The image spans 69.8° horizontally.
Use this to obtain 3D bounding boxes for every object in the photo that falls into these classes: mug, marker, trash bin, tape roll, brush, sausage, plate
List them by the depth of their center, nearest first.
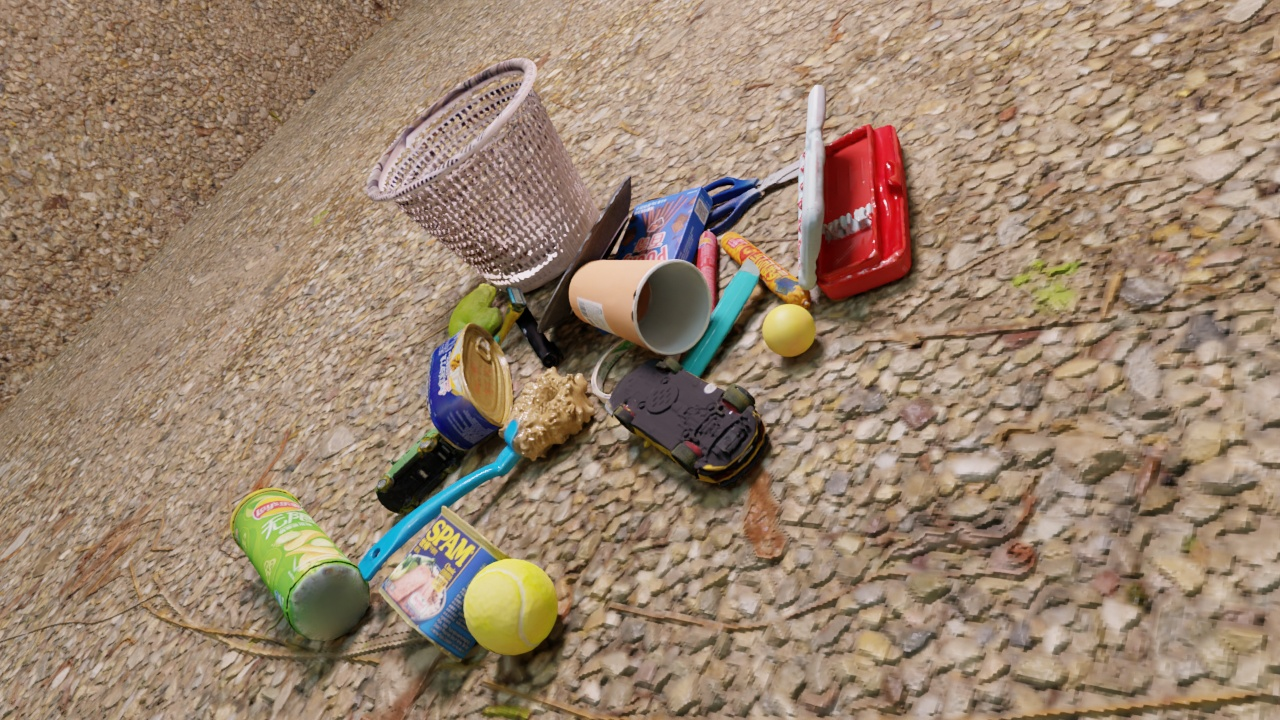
[{"bbox_3d":[-0.007,-0.052,0.787,0.078,0.078,0.123,-50,32,-17],"label":"mug"},{"bbox_3d":[-0.141,0.097,0.794,0.254,0.046,0.083,-40,36,-12],"label":"brush"},{"bbox_3d":[0.107,-0.080,0.794,0.021,0.021,0.165,-39,33,1],"label":"sausage"},{"bbox_3d":[-0.005,0.005,0.810,0.086,0.014,0.085,-26,35,20],"label":"tape roll"},{"bbox_3d":[0.060,-0.073,0.836,0.020,0.020,0.155,-23,36,24],"label":"sausage"},{"bbox_3d":[-0.048,-0.099,0.903,0.179,0.024,0.179,-59,4,6],"label":"plate"},{"bbox_3d":[-0.109,-0.028,0.947,0.022,0.020,0.132,-26,32,-9],"label":"marker"},{"bbox_3d":[-0.157,-0.190,1.028,0.228,0.192,0.227,-26,35,20],"label":"trash bin"}]

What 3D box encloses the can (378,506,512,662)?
[{"bbox_3d":[-0.145,0.171,0.708,0.083,0.057,0.102,-52,34,-15],"label":"can"}]

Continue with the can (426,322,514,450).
[{"bbox_3d":[-0.166,0.024,0.891,0.049,0.074,0.148,-35,32,13],"label":"can"}]

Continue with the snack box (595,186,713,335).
[{"bbox_3d":[0.012,-0.099,0.895,0.085,0.026,0.156,-9,48,39],"label":"snack box"}]

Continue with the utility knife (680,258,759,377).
[{"bbox_3d":[0.057,-0.017,0.765,0.029,0.013,0.164,20,72,47],"label":"utility knife"}]

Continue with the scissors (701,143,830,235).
[{"bbox_3d":[0.120,-0.178,0.908,0.171,0.012,0.141,-41,35,-1],"label":"scissors"}]

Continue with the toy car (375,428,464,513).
[{"bbox_3d":[-0.210,0.103,0.867,0.091,0.043,0.036,-46,36,-13],"label":"toy car"}]

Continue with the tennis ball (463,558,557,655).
[{"bbox_3d":[-0.090,0.172,0.642,0.066,0.065,0.065,-26,35,20],"label":"tennis ball"}]

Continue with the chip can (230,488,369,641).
[{"bbox_3d":[-0.319,0.184,0.850,0.072,0.072,0.221,-50,34,-16],"label":"chip can"}]

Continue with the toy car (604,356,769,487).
[{"bbox_3d":[0.033,0.042,0.700,0.071,0.041,0.156,-47,36,-12],"label":"toy car"}]

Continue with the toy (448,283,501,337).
[{"bbox_3d":[-0.189,-0.044,1.033,0.100,0.031,0.096,15,69,54],"label":"toy"}]

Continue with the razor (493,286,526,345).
[{"bbox_3d":[-0.164,-0.018,0.972,0.133,0.028,0.043,-50,34,13],"label":"razor"}]

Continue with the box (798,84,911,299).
[{"bbox_3d":[0.160,-0.149,0.755,0.095,0.099,0.200,-20,38,29],"label":"box"}]

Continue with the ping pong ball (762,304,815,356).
[{"bbox_3d":[0.113,-0.023,0.701,0.040,0.040,0.040,-26,35,20],"label":"ping pong ball"}]
